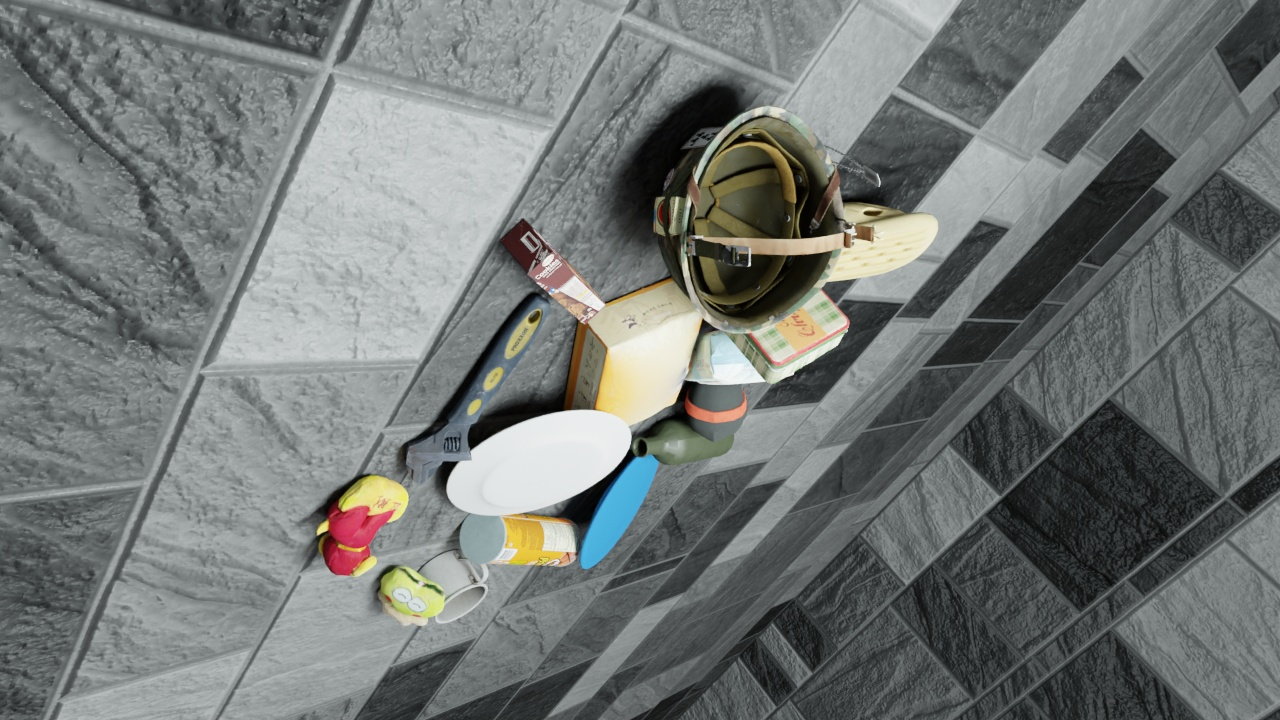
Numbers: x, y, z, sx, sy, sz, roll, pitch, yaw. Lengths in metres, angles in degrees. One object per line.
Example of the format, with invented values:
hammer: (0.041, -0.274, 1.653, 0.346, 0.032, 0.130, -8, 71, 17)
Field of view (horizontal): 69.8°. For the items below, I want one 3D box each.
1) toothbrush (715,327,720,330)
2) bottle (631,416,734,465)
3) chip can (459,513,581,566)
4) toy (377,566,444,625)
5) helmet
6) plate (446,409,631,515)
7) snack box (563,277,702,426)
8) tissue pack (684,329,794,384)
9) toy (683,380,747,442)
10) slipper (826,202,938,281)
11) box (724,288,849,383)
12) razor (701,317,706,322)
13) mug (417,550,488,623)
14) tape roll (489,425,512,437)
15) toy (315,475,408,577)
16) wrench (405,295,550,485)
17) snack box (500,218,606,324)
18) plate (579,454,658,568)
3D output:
toothbrush: (0.130, -0.025, 1.354, 0.016, 0.018, 0.182, -40, 157, -1)
bottle: (0.064, 0.125, 1.435, 0.206, 0.071, 0.072, -3, 136, -51)
chip can: (-0.169, 0.260, 1.336, 0.075, 0.075, 0.215, -45, 153, 10)
toy: (-0.315, 0.325, 1.246, 0.115, 0.092, 0.046, -52, -170, 40)
helmet: (0.114, -0.137, 0.915, 0.192, 0.236, 0.225, -8, 127, -24)
plate: (-0.124, 0.139, 1.161, 0.242, 0.016, 0.243, -17, 149, -11)
snack box: (-0.007, 0.007, 1.146, 0.144, 0.080, 0.196, -24, 150, -28)
tissue pack: (0.119, -0.004, 1.190, 0.112, 0.070, 0.182, -5, 179, -12)
toy: (0.113, 0.056, 1.373, 0.097, 0.099, 0.119, 3, 120, 6)
slipper: (0.274, -0.164, 1.259, 0.261, 0.079, 0.111, -12, 147, -12)
box: (0.134, -0.081, 1.055, 0.117, 0.205, 0.050, -28, 158, -18)
razor: (0.098, -0.065, 1.222, 0.116, 0.047, 0.088, -18, 147, -24)
mug: (-0.261, 0.310, 1.299, 0.113, 0.070, 0.084, -50, 152, 20)
tape roll: (-0.171, 0.124, 1.174, 0.093, 0.027, 0.094, -31, 152, -18)
toy: (-0.323, 0.189, 1.045, 0.105, 0.067, 0.137, 5, 121, -50)
wrench: (-0.181, 0.037, 1.018, 0.073, 0.022, 0.274, 24, 113, -30)
snack box: (-0.085, -0.087, 0.930, 0.032, 0.051, 0.141, -42, 154, 3)
plate: (-0.039, 0.229, 1.465, 0.223, 0.024, 0.225, -52, 161, -26)
